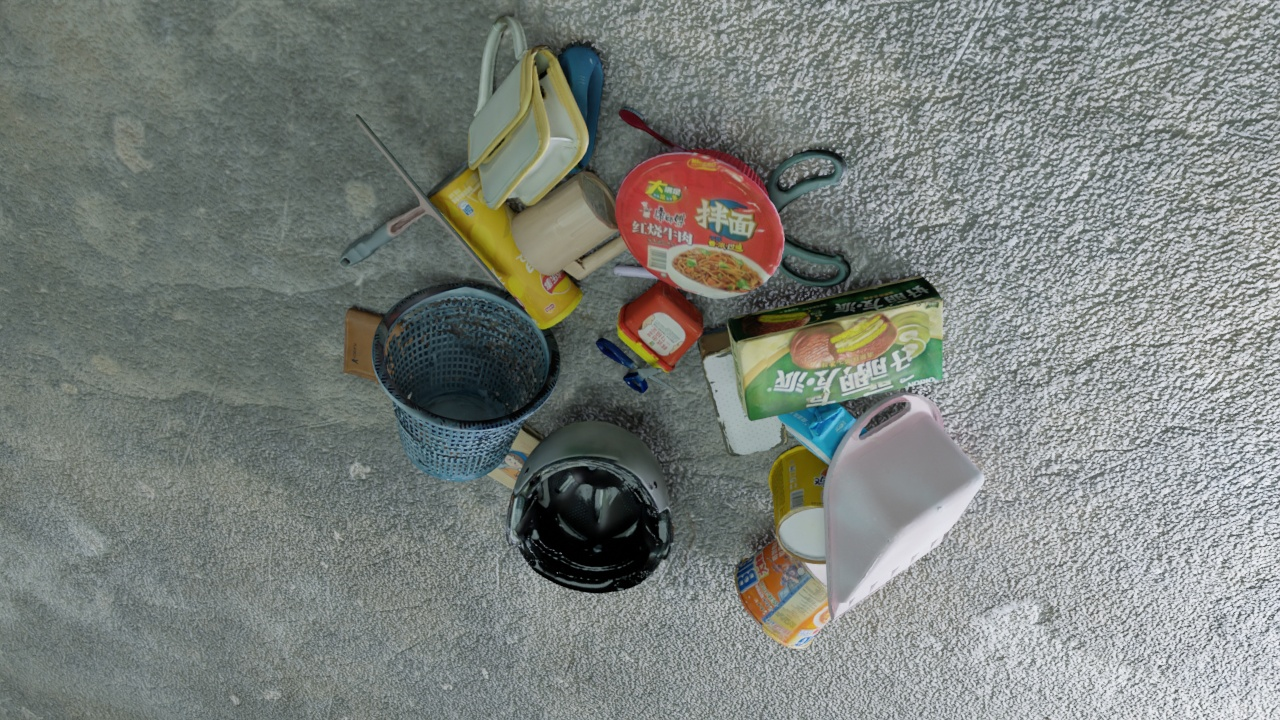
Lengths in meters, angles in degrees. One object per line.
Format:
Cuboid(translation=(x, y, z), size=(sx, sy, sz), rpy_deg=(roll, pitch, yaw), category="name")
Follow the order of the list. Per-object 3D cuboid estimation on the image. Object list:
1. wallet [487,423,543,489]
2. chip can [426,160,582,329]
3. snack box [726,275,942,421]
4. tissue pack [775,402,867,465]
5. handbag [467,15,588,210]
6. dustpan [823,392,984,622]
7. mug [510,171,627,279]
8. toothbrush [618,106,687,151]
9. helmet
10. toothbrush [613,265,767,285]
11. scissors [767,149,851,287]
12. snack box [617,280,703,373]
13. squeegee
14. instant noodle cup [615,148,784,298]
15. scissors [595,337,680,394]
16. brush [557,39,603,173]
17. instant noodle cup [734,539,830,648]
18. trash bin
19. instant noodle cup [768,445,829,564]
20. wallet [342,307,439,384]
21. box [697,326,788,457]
Cuboid(translation=(-0.173, 0.147, 1.346), size=(0.087, 0.024, 0.115), rpy_deg=(39, 123, -9), category="wallet")
Cuboid(translation=(-0.161, -0.138, 1.106), size=(0.072, 0.071, 0.213), rpy_deg=(-27, 114, 28), category="chip can")
Cuboid(translation=(0.228, -0.014, 1.070), size=(0.240, 0.063, 0.115), rpy_deg=(-12, 123, 0), category="snack box")
Cuboid(translation=(0.230, 0.088, 1.138), size=(0.063, 0.090, 0.140), rpy_deg=(-51, 130, -1), category="tissue pack")
Cuboid(translation=(-0.140, -0.268, 0.980), size=(0.164, 0.063, 0.178), rpy_deg=(-29, 79, 53), category="handbag")
Cuboid(translation=(0.314, 0.174, 1.171), size=(0.139, 0.222, 0.274), rpy_deg=(50, 150, 26), category="dustpan")
Cuboid(translation=(-0.072, -0.151, 1.078), size=(0.104, 0.084, 0.124), rpy_deg=(-29, 139, 28), category="mug")
Cuboid(translation=(0.057, -0.226, 1.019), size=(0.187, 0.017, 0.016), rpy_deg=(32, 129, -7), category="toothbrush")
Cuboid(translation=(-0.064, 0.185, 1.264), size=(0.230, 0.156, 0.275), rpy_deg=(3, 136, 5), category="helmet")
Cuboid(translation=(0.059, -0.105, 1.110), size=(0.189, 0.021, 0.029), rpy_deg=(4, 158, 12), category="toothbrush")
Cuboid(translation=(0.185, -0.150, 1.046), size=(0.171, 0.019, 0.180), rpy_deg=(-33, 110, 31), category="scissors")
Cuboid(translation=(0.027, -0.043, 1.126), size=(0.091, 0.081, 0.080), rpy_deg=(41, 114, -17), category="snack box")
Cuboid(translation=(-0.303, -0.160, 1.119), size=(0.250, 0.040, 0.247), rpy_deg=(-17, 120, 46), category="squeegee")
Cuboid(translation=(0.071, -0.161, 1.015), size=(0.194, 0.065, 0.194), rpy_deg=(15, 138, 13), category="instant noodle cup")
Cuboid(translation=(0.000, 0.018, 1.156), size=(0.165, 0.012, 0.157), rpy_deg=(38, 164, 29), category="scissors")
Cuboid(translation=(-0.072, -0.265, 0.989), size=(0.055, 0.073, 0.144), rpy_deg=(6, 129, -8), category="brush")
Cuboid(translation=(0.225, 0.313, 1.301), size=(0.151, 0.151, 0.112), rpy_deg=(35, 117, -13), category="instant noodle cup")
Cuboid(translation=(-0.231, 0.047, 1.184), size=(0.226, 0.225, 0.196), rpy_deg=(20, 139, -2), category="trash bin")
Cuboid(translation=(0.239, 0.197, 1.230), size=(0.138, 0.109, 0.138), rpy_deg=(6, 126, 8), category="instant noodle cup")
Cuboid(translation=(-0.345, -0.006, 1.271), size=(0.130, 0.035, 0.119), rpy_deg=(16, 121, 1), category="wallet")
Cuboid(translation=(0.129, 0.034, 1.163), size=(0.090, 0.059, 0.184), rpy_deg=(-12, 120, 7), category="box")
